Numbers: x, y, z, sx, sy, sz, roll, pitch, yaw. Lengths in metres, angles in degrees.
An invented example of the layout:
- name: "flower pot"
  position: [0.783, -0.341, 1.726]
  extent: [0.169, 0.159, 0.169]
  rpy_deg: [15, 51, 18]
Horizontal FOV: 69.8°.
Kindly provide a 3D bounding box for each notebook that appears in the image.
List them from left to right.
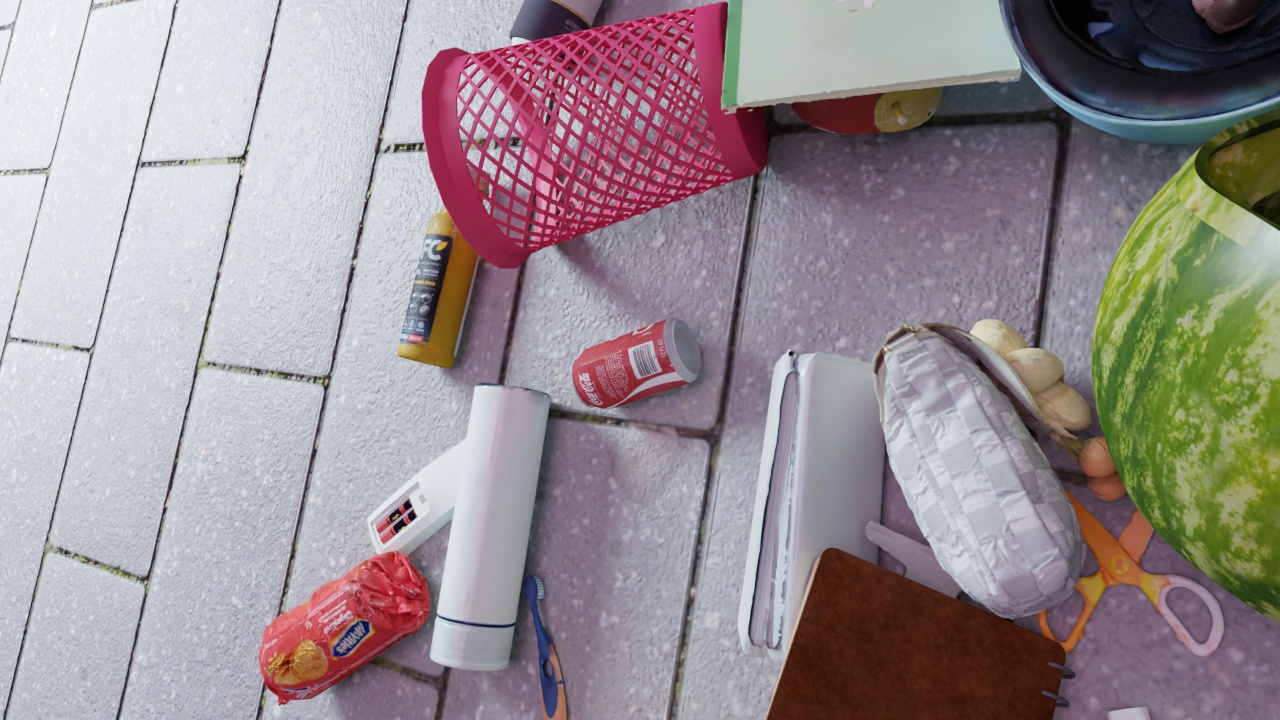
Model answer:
- name: "notebook"
  position: [0.151, -0.266, 0.638]
  extent: [0.182, 0.010, 0.251]
  rpy_deg: [-3, 53, 13]
- name: "notebook"
  position: [0.147, 0.243, 0.525]
  extent: [0.167, 0.024, 0.225]
  rpy_deg: [22, 68, 5]

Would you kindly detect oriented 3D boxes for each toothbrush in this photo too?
- name: "toothbrush"
  position: [-0.077, 0.242, 0.745]
  extent: [0.022, 0.017, 0.135]
  rpy_deg: [-21, 72, 29]
- name: "toothbrush"
  position: [0.221, 0.240, 0.570]
  extent: [0.182, 0.015, 0.018]
  rpy_deg: [-22, 62, 24]

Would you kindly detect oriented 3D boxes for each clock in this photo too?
- name: "clock"
  position: [0.149, -0.225, 0.667]
  extent: [0.117, 0.081, 0.159]
  rpy_deg: [-43, 55, -18]

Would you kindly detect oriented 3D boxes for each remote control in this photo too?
- name: "remote control"
  position: [-0.194, 0.128, 0.831]
  extent: [0.143, 0.024, 0.049]
  rpy_deg: [-39, 63, 17]

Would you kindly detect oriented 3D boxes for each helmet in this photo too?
- name: "helmet"
  position: [0.335, -0.233, 0.515]
  extent: [0.225, 0.166, 0.266]
  rpy_deg: [39, 98, 32]
- name: "helmet"
  position: [0.333, 0.011, 0.426]
  extent: [0.213, 0.247, 0.243]
  rpy_deg: [-22, 26, -2]

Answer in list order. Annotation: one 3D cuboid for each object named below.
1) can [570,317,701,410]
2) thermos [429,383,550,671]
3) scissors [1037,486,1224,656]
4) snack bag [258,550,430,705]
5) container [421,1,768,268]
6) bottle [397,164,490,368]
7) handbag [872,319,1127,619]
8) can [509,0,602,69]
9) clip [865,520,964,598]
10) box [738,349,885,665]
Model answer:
- name: "can"
  position: [-0.004, 0.004, 0.730]
  extent: [0.097, 0.054, 0.054]
  rpy_deg: [-19, 70, 26]
- name: "thermos"
  position: [-0.124, 0.136, 0.764]
  extent: [0.068, 0.067, 0.230]
  rpy_deg: [3, 81, 31]
- name: "scissors"
  position: [0.295, 0.128, 0.553]
  extent: [0.129, 0.011, 0.125]
  rpy_deg: [28, 96, 31]
- name: "snack bag"
  position: [-0.266, 0.236, 0.820]
  extent: [0.177, 0.082, 0.082]
  rpy_deg: [-37, 64, 18]
- name: "container"
  position: [-0.025, -0.185, 0.725]
  extent: [0.226, 0.183, 0.183]
  rpy_deg: [-10, 74, 20]
- name: "bottle"
  position: [-0.178, -0.088, 0.852]
  extent: [0.053, 0.053, 0.186]
  rpy_deg: [10, 84, 31]
- name: "handbag"
  position: [0.218, 0.061, 0.551]
  extent: [0.123, 0.112, 0.171]
  rpy_deg: [-25, 62, 12]
- name: "can"
  position: [-0.068, -0.333, 0.834]
  extent: [0.064, 0.064, 0.127]
  rpy_deg: [26, 93, 32]
- name: "clip"
  position: [0.186, 0.149, 0.593]
  extent: [0.102, 0.038, 0.054]
  rpy_deg: [23, 96, 16]
- name: "box"
  position: [0.095, 0.097, 0.636]
  extent: [0.110, 0.107, 0.216]
  rpy_deg: [-3, 77, 46]
